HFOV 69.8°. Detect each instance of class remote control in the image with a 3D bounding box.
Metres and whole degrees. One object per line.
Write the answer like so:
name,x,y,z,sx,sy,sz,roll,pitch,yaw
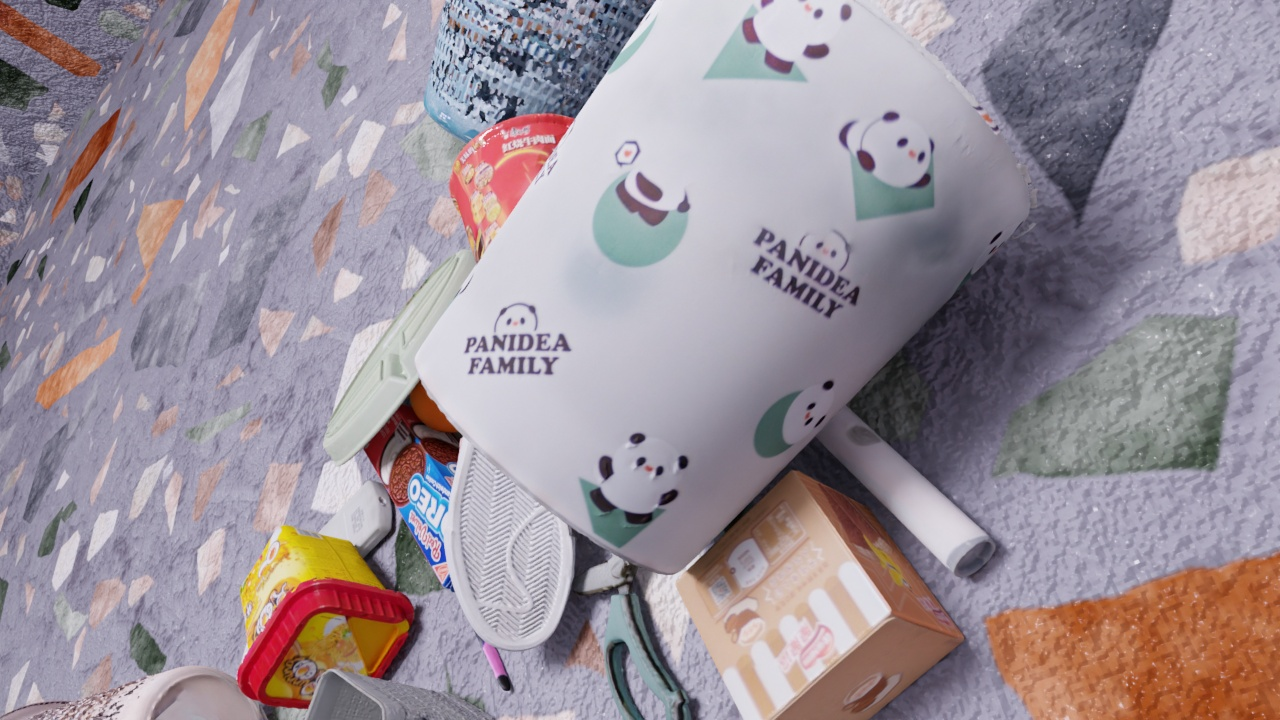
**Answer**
remote control,-0.284,0.177,0.862,0.150,0.021,0.058,-43,47,20

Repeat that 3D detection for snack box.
snack box,0.090,0.128,0.473,0.093,0.077,0.094,-47,43,16
snack box,-0.161,0.108,0.750,0.057,0.058,0.207,-59,42,8

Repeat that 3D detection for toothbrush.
toothbrush,-0.139,0.187,0.719,0.018,0.014,0.189,-60,41,18
toothbrush,0.116,0.040,0.531,0.221,0.026,0.026,50,140,47

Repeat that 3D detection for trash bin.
trash bin,-0.439,0.371,0.793,0.192,0.227,0.227,-31,49,14
trash bin,-0.078,-0.268,0.767,0.226,0.226,0.195,50,119,46
trash bin,0.030,-0.043,0.486,0.252,0.229,0.229,-50,43,3

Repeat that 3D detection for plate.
plate,-0.213,-0.009,0.818,0.231,0.027,0.229,-45,21,22

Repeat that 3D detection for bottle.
bottle,-0.121,0.021,0.755,0.150,0.066,0.066,-10,63,33

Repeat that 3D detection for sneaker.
sneaker,-0.094,0.079,0.654,0.091,0.089,0.242,147,125,-73

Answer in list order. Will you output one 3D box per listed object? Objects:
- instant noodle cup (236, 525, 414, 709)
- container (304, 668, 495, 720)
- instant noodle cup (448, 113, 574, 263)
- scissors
instant noodle cup,-0.269,0.208,0.759,0.116,0.116,0.124,-57,43,7
container,-0.160,0.270,0.620,0.090,0.114,0.090,7,75,47
instant noodle cup,-0.074,-0.105,0.717,0.138,0.137,0.108,-35,52,27
scissors,0.016,0.145,0.566,0.175,0.019,0.169,-38,53,35
